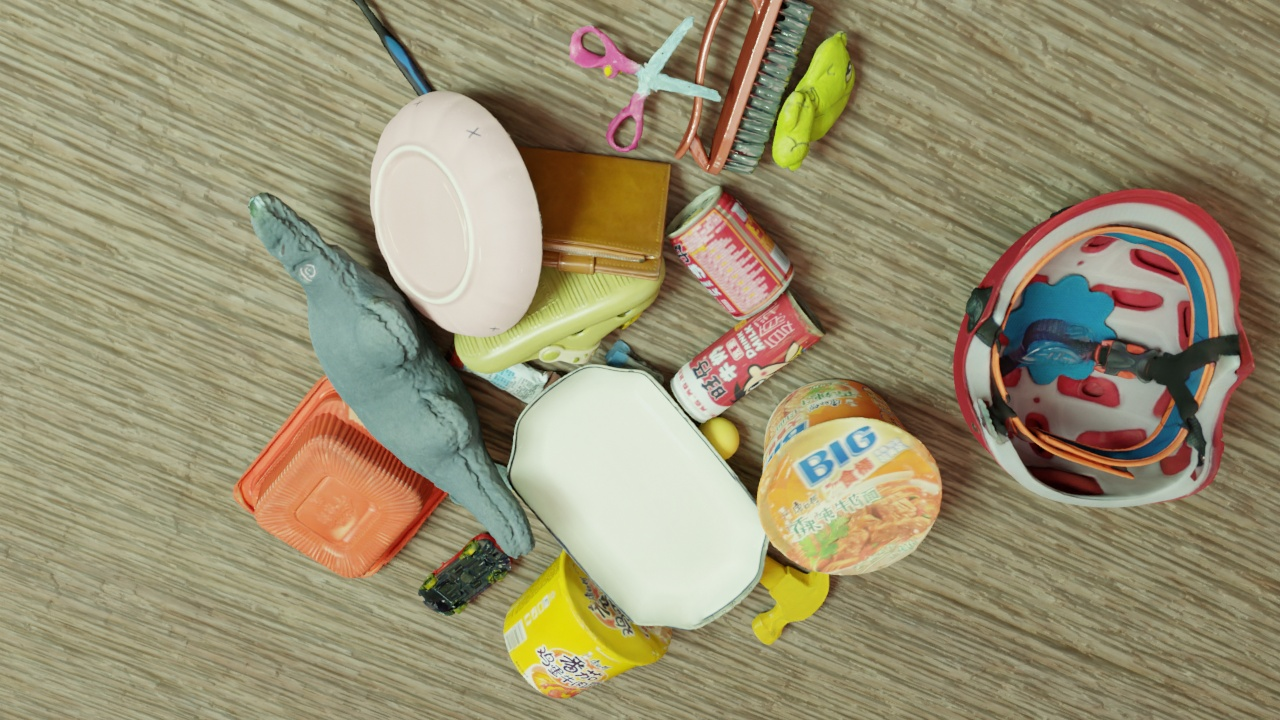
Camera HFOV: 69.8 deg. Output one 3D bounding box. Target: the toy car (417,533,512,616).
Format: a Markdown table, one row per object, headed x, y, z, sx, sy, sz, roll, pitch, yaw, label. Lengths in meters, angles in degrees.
| x | y | z | sx | sy | sz | roll | pitch | yaw | label |
| --- | --- | --- | --- | --- | --- | --- | --- | --- | --- |
| -0.175 | 0.214 | 0.915 | 0.106 | 0.031 | 0.049 | -41 | 105 | 17 | toy car |

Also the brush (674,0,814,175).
| x | y | z | sx | sy | sz | roll | pitch | yaw | label |
| --- | --- | --- | --- | --- | --- | --- | --- | --- | --- |
| 0.073 | -0.211 | 0.695 | 0.069 | 0.063 | 0.146 | 15 | 116 | -7 | brush |

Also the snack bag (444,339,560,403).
| x | y | z | sx | sy | sz | roll | pitch | yaw | label |
| --- | --- | --- | --- | --- | --- | --- | --- | --- | --- |
| -0.124 | 0.007 | 0.822 | 0.104 | 0.026 | 0.048 | 26 | 119 | -9 | snack bag |

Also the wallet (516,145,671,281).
| x | y | z | sx | sy | sz | roll | pitch | yaw | label |
| --- | --- | --- | --- | --- | --- | --- | --- | --- | --- |
| -0.045 | -0.114 | 0.725 | 0.130 | 0.119 | 0.035 | 7 | 159 | -1 | wallet |

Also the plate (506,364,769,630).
| x | y | z | sx | sy | sz | roll | pitch | yaw | label |
| --- | --- | --- | --- | --- | --- | --- | --- | --- | --- |
| 0.000 | 0.122 | 0.823 | 0.162 | 0.034 | 0.265 | -39 | 101 | 6 | plate |

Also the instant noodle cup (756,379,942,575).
| x | y | z | sx | sy | sz | roll | pitch | yaw | label |
| --- | --- | --- | --- | --- | --- | --- | --- | --- | --- |
| 0.173 | 0.093 | 0.799 | 0.151 | 0.111 | 0.151 | 1 | 114 | 2 | instant noodle cup |

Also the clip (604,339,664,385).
| x | y | z | sx | sy | sz | roll | pitch | yaw | label |
| --- | --- | --- | --- | --- | --- | --- | --- | --- | --- |
| -0.004 | 0.007 | 0.821 | 0.058 | 0.043 | 0.027 | 30 | 111 | -15 | clip |

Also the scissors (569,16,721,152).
| x | y | z | sx | sy | sz | roll | pitch | yaw | label |
| --- | --- | --- | --- | --- | --- | --- | --- | --- | --- |
| 0.001 | -0.209 | 0.701 | 0.133 | 0.017 | 0.130 | 23 | 129 | 22 | scissors |

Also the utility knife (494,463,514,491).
| x | y | z | sx | sy | sz | roll | pitch | yaw | label |
| --- | --- | --- | --- | --- | --- | --- | --- | --- | --- |
| -0.073 | 0.133 | 0.883 | 0.190 | 0.020 | 0.031 | 22 | 86 | -3 | utility knife |

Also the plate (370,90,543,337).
| x | y | z | sx | sy | sz | roll | pitch | yaw | label |
| --- | --- | --- | --- | --- | --- | --- | --- | --- | --- |
| -0.153 | -0.106 | 0.705 | 0.193 | 0.038 | 0.193 | 19 | 119 | 37 | plate |

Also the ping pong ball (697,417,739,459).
| x | y | z | sx | sy | sz | roll | pitch | yaw | label |
| --- | --- | --- | --- | --- | --- | --- | --- | --- | --- |
| 0.069 | 0.071 | 0.833 | 0.040 | 0.040 | 0.040 | 1 | 114 | 2 | ping pong ball |

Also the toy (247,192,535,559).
| x | y | z | sx | sy | sz | roll | pitch | yaw | label |
| --- | --- | --- | --- | --- | --- | --- | --- | --- | --- |
| -0.205 | 0.014 | 0.768 | 0.091 | 0.138 | 0.356 | -37 | 108 | -14 | toy |

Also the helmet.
| x | y | z | sx | sy | sz | roll | pitch | yaw | label |
| --- | --- | --- | --- | --- | --- | --- | --- | --- | --- |
| 0.348 | -0.014 | 0.729 | 0.207 | 0.144 | 0.240 | 8 | 100 | -1 | helmet |

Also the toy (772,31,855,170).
| x | y | z | sx | sy | sz | roll | pitch | yaw | label |
| --- | --- | --- | --- | --- | --- | --- | --- | --- | --- |
| 0.131 | -0.193 | 0.693 | 0.031 | 0.099 | 0.097 | 27 | 136 | 24 | toy |

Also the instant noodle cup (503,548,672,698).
| x | y | z | sx | sy | sz | roll | pitch | yaw | label |
| --- | --- | --- | --- | --- | --- | --- | --- | --- | --- |
| -0.055 | 0.249 | 0.876 | 0.138 | 0.137 | 0.110 | 40 | 117 | -14 | instant noodle cup |

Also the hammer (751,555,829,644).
| x | y | z | sx | sy | sz | roll | pitch | yaw | label |
| --- | --- | --- | --- | --- | --- | --- | --- | --- | --- |
| 0.058 | 0.156 | 0.877 | 0.300 | 0.032 | 0.129 | 36 | 111 | -13 | hammer |

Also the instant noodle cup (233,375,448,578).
| x | y | z | sx | sy | sz | roll | pitch | yaw | label |
| --- | --- | --- | --- | --- | --- | --- | --- | --- | --- |
| -0.272 | 0.120 | 0.853 | 0.164 | 0.079 | 0.189 | 37 | 106 | -17 | instant noodle cup |

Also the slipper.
| x | y | z | sx | sy | sz | roll | pitch | yaw | label |
| --- | --- | --- | --- | --- | --- | --- | --- | --- | --- |
| -0.064 | -0.042 | 0.776 | 0.191 | 0.091 | 0.081 | -26 | 146 | 7 | slipper |

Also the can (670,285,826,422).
| x | y | z | sx | sy | sz | roll | pitch | yaw | label |
| --- | --- | --- | --- | --- | --- | --- | --- | --- | --- |
| 0.091 | -0.004 | 0.791 | 0.133 | 0.053 | 0.053 | -39 | 107 | 18 | can |

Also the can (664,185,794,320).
| x | y | z | sx | sy | sz | roll | pitch | yaw | label |
| --- | --- | --- | --- | --- | --- | --- | --- | --- | --- |
| 0.072 | -0.088 | 0.747 | 0.067 | 0.066 | 0.094 | -38 | 107 | 18 | can |

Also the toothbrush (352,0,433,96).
| x | y | z | sx | sy | sz | roll | pitch | yaw | label |
| --- | --- | --- | --- | --- | --- | --- | --- | --- | --- |
| -0.182 | -0.230 | 0.728 | 0.014 | 0.016 | 0.189 | -33 | 112 | 6 | toothbrush |
